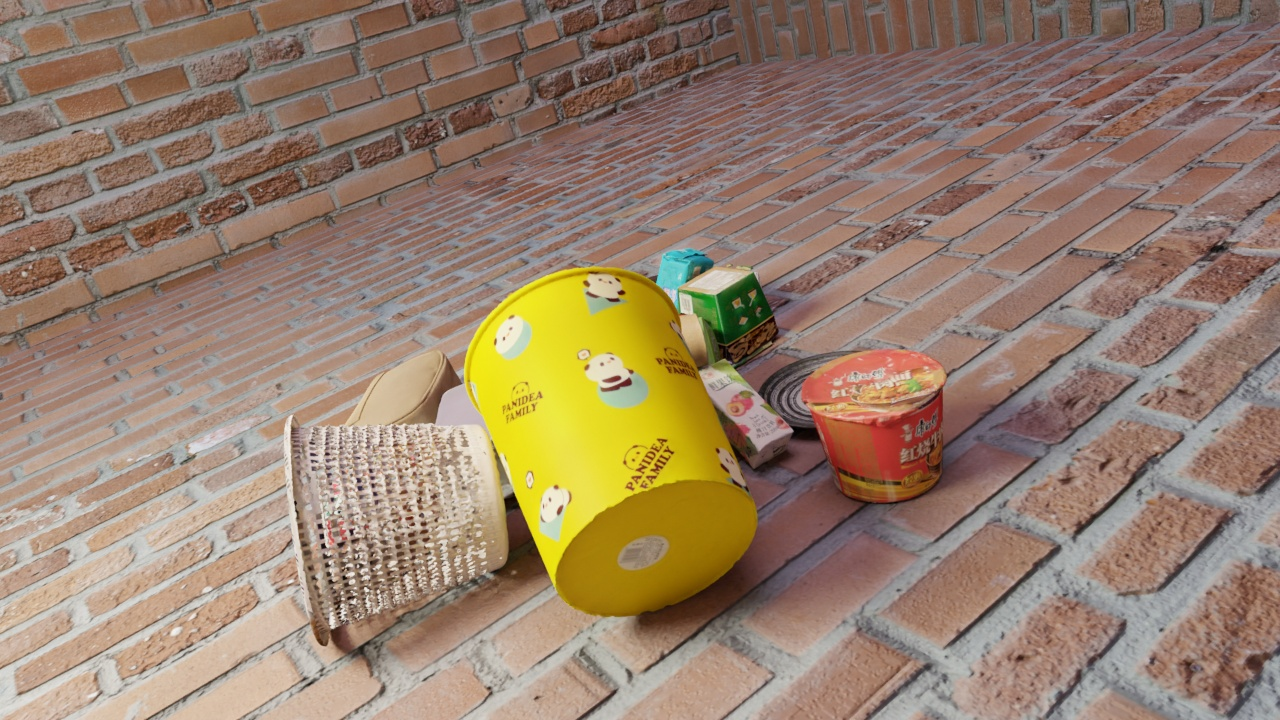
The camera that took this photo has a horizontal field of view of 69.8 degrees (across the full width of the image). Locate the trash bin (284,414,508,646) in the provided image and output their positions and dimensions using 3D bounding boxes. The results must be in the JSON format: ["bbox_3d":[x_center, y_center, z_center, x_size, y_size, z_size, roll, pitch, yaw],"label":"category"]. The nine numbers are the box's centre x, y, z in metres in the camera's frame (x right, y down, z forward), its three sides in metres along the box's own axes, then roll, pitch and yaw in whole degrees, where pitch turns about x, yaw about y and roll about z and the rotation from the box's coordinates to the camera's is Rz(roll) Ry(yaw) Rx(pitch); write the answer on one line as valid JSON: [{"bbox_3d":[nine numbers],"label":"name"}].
[{"bbox_3d":[-0.240,0.152,0.924,0.192,0.228,0.227,-9,22,-15],"label":"trash bin"}]

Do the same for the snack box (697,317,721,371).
[{"bbox_3d":[-0.007,0.007,1.159,0.210,0.070,0.157,-13,-4,8],"label":"snack box"}]

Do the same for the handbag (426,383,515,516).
[{"bbox_3d":[-0.173,0.090,1.114,0.145,0.098,0.196,-29,24,8],"label":"handbag"}]

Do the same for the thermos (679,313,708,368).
[{"bbox_3d":[0.000,-0.008,1.035,0.143,0.093,0.093,-14,24,-2],"label":"thermos"}]

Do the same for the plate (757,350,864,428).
[{"bbox_3d":[0.225,0.039,1.079,0.179,0.024,0.179,-12,24,5],"label":"plate"}]

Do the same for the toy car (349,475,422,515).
[{"bbox_3d":[-0.287,0.152,1.034,0.090,0.034,0.043,-18,42,1],"label":"toy car"}]

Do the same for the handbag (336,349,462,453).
[{"bbox_3d":[-0.323,0.072,1.265,0.148,0.100,0.204,-19,23,11],"label":"handbag"}]

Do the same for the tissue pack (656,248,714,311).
[{"bbox_3d":[0.057,-0.094,1.328,0.050,0.133,0.093,20,16,25],"label":"tissue pack"}]

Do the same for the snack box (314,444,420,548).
[{"bbox_3d":[-0.329,0.161,1.104,0.127,0.044,0.113,-11,38,10],"label":"snack box"}]

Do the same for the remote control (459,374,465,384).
[{"bbox_3d":[-0.230,0.043,1.354,0.055,0.020,0.136,-21,24,-13],"label":"remote control"}]

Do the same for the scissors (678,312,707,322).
[{"bbox_3d":[-0.021,-0.033,1.223,0.226,0.015,0.189,-6,-21,-9],"label":"scissors"}]

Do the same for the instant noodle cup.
[{"bbox_3d":[0.235,0.066,0.908,0.138,0.109,0.137,-13,25,6],"label":"instant noodle cup"}]

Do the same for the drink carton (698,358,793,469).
[{"bbox_3d":[0.109,0.059,1.022,0.053,0.046,0.122,-27,57,-25],"label":"drink carton"}]

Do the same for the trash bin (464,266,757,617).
[{"bbox_3d":[-0.025,0.079,0.854,0.229,0.230,0.255,-19,47,-7],"label":"trash bin"}]

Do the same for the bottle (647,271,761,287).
[{"bbox_3d":[0.086,-0.101,1.396,0.195,0.080,0.044,-9,11,13],"label":"bottle"}]

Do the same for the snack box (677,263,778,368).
[{"bbox_3d":[0.112,-0.065,1.272,0.117,0.106,0.118,-32,28,-31],"label":"snack box"}]
